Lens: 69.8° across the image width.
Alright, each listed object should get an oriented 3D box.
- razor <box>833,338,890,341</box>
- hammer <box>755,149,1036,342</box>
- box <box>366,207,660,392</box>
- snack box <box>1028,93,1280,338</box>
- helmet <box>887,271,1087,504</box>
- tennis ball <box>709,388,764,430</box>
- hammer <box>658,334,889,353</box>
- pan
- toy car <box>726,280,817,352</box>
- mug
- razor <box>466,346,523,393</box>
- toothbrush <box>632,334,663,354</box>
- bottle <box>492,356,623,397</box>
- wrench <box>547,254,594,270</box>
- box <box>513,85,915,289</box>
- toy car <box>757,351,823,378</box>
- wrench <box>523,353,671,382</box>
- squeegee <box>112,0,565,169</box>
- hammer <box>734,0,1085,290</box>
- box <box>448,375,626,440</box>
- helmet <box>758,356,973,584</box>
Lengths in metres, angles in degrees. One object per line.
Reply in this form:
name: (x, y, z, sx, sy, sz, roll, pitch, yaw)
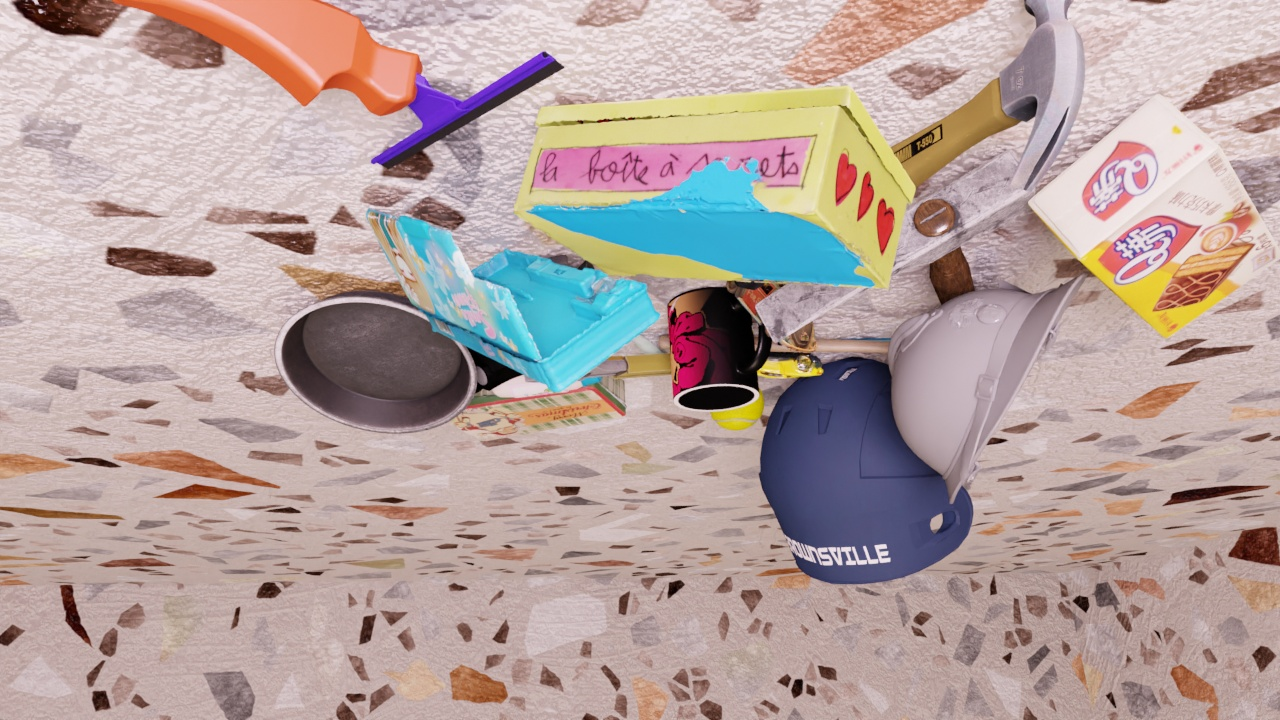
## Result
razor: (0.282, -0.017, 1.008, 0.144, 0.022, 0.042, 2, 122, -1)
hammer: (0.240, -0.054, 0.811, 0.218, 0.037, 0.300, -31, 157, 14)
box: (-0.102, -0.070, 0.656, 0.227, 0.097, 0.121, 21, 143, 55)
snack box: (0.397, -0.098, 0.700, 0.230, 0.061, 0.110, 19, 127, -45)
helmet: (0.271, 0.006, 0.789, 0.118, 0.183, 0.272, 30, 154, 21)
tennis ball: (0.114, 0.051, 1.097, 0.065, 0.065, 0.065, -3, 159, -1)
hammer: (0.184, -0.012, 0.944, 0.331, 0.031, 0.119, 0, -171, 7)
pan: (-0.174, -0.020, 0.847, 0.357, 0.055, 0.187, -19, 133, 19)
toy car: (0.120, -0.054, 0.798, 0.047, 0.112, 0.047, 6, 126, -41)
mug: (0.080, -0.015, 0.872, 0.081, 0.098, 0.118, 12, 155, -34)
razor: (-0.108, -0.008, 0.933, 0.156, 0.057, 0.060, -16, -157, -5)
toothbrush: (-0.004, -0.021, 0.962, 0.022, 0.015, 0.154, 9, 166, 29)
bottle: (-0.087, 0.009, 0.980, 0.146, 0.051, 0.051, -7, 159, 8)
wrench: (-0.143, -0.047, 0.875, 0.073, 0.018, 0.274, 18, 153, -41)
box: (0.044, -0.103, 0.573, 0.221, 0.080, 0.124, 5, 166, 38)
toy car: (0.142, 0.002, 0.986, 0.107, 0.030, 0.049, 5, -168, 12)
wrench: (-0.005, 0.005, 0.937, 0.272, 0.018, 0.084, -4, 168, -45)
squeegee: (-0.180, -0.169, 0.497, 0.184, 0.055, 0.250, 12, 172, -34)
hammer: (0.157, -0.118, 0.624, 0.025, 0.117, 0.334, 10, 161, -23)
box: (-0.128, 0.046, 1.080, 0.206, 0.049, 0.117, -10, 159, 17)
helmet: (0.260, 0.101, 1.061, 0.271, 0.223, 0.233, -25, -167, -40)
